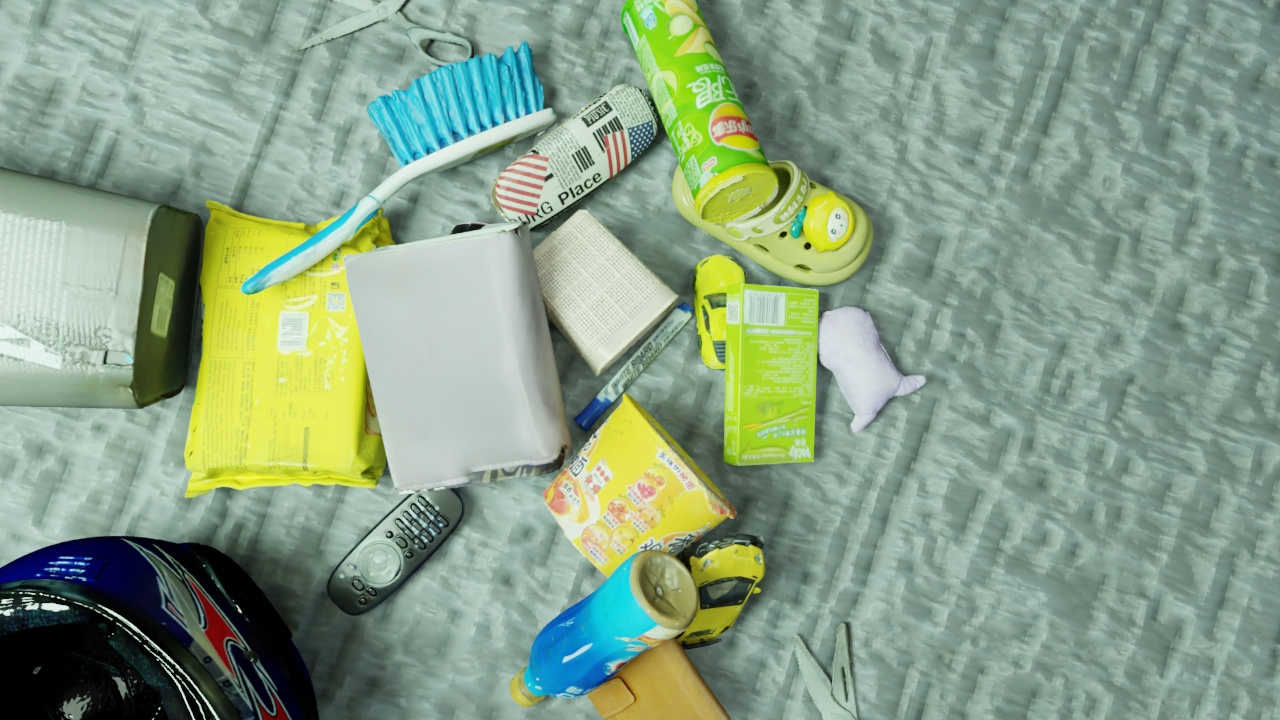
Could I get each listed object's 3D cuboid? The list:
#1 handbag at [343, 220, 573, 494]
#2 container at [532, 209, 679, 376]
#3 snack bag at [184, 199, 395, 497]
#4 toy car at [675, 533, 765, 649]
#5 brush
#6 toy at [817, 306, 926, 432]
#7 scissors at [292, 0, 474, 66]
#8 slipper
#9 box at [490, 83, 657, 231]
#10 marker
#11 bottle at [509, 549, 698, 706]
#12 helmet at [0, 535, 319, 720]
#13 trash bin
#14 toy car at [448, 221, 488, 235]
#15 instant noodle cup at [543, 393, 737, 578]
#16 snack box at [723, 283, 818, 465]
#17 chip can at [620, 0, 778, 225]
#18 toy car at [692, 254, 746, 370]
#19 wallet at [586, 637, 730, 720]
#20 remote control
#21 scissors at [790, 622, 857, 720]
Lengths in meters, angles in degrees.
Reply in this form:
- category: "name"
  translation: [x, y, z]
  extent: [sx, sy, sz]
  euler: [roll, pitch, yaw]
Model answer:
- category: "handbag"
  translation: [-0.139, -0.004, 0.736]
  extent: [0.145, 0.098, 0.197]
  euler: [-6, 102, 19]
- category: "container"
  translation: [-0.040, -0.059, 0.785]
  extent: [0.090, 0.090, 0.111]
  euler: [-43, 89, -7]
- category: "snack bag"
  translation: [-0.290, -0.009, 0.764]
  extent: [0.158, 0.068, 0.246]
  euler: [2, 85, -6]
- category: "toy car"
  translation: [0.057, 0.193, 0.756]
  extent: [0.071, 0.156, 0.041]
  euler: [-1, 49, -19]
- category: "brush"
  translation: [-0.200, -0.165, 0.757]
  extent: [0.313, 0.061, 0.109]
  euler: [-29, 99, -25]
- category: "toy"
  translation: [0.200, -0.001, 0.830]
  extent: [0.084, 0.039, 0.108]
  euler: [-32, 88, -7]
- category: "scissors"
  translation: [-0.224, -0.315, 0.818]
  extent: [0.181, 0.014, 0.159]
  euler: [33, 84, -2]
- category: "slipper"
  translation: [0.119, -0.132, 0.811]
  extent: [0.190, 0.081, 0.091]
  euler: [23, 86, -2]
- category: "box"
  translation: [-0.053, -0.175, 0.794]
  extent: [0.163, 0.081, 0.075]
  euler: [-38, 96, -10]
- category: "marker"
  translation: [-0.005, 0.005, 0.819]
  extent: [0.017, 0.017, 0.145]
  euler: [43, 83, -2]
- category: "bottle"
  translation: [-0.041, 0.221, 0.721]
  extent: [0.065, 0.219, 0.065]
  euler: [24, 43, -24]
- category: "helmet"
  translation: [-0.346, 0.272, 0.647]
  extent: [0.315, 0.240, 0.247]
  euler: [43, 82, 9]
- category: "trash bin"
  translation: [-0.467, -0.055, 0.686]
  extent: [0.219, 0.199, 0.199]
  euler: [7, 93, -11]
- category: "toy car"
  translation: [-0.147, -0.059, 0.800]
  extent: [0.056, 0.037, 0.122]
  euler: [7, 98, 0]
- category: "instant noodle cup"
  translation: [-0.005, 0.113, 0.758]
  extent: [0.110, 0.138, 0.138]
  euler: [-42, 91, 0]
- category: "snack box"
  translation: [0.115, 0.013, 0.806]
  extent: [0.085, 0.026, 0.156]
  euler: [0, 91, -28]
- category: "chip can"
  translation: [0.046, -0.226, 0.783]
  extent: [0.072, 0.073, 0.221]
  euler: [-17, 70, -7]
- category: "toy car"
  translation: [0.074, -0.044, 0.824]
  extent: [0.048, 0.032, 0.105]
  euler: [-5, 85, -6]
- category: "wallet"
  translation: [-0.001, 0.267, 0.770]
  extent: [0.108, 0.031, 0.132]
  euler: [-38, 84, 30]
- category: "remote control"
  translation: [-0.207, 0.158, 0.783]
  extent: [0.136, 0.024, 0.053]
  euler: [-44, 93, -6]
- category: "scissors"
  translation: [0.193, 0.351, 0.819]
  extent: [0.221, 0.015, 0.189]
  euler: [32, 84, -2]
